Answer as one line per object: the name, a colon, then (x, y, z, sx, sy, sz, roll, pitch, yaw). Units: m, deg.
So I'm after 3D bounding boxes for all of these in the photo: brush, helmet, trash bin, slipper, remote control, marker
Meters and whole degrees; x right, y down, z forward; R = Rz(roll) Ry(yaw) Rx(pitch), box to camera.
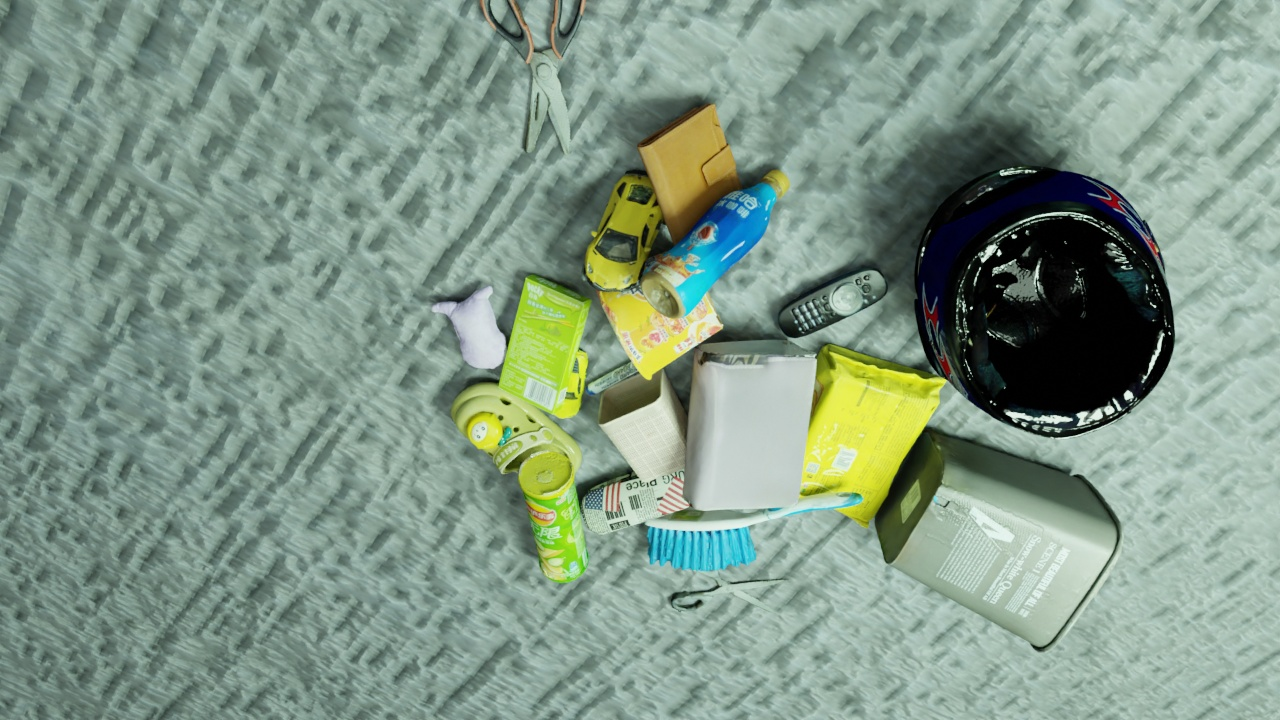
brush: (0.142, 0.222, 1.215, 0.315, 0.060, 0.109, -2, 110, 26)
helmet: (0.402, -0.084, 0.959, 0.248, 0.239, 0.315, -26, 124, 18)
trash bin: (0.433, 0.211, 1.149, 0.220, 0.198, 0.199, 23, 109, -2)
slipper: (-0.161, 0.105, 1.199, 0.190, 0.081, 0.092, 35, 112, -16)
remote control: (0.230, -0.071, 1.107, 0.137, 0.024, 0.053, -26, 112, 15)
marker: (-0.007, 0.007, 1.170, 0.146, 0.016, 0.017, -28, 112, 18)

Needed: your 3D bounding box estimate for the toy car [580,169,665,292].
toy car: (-0.014, -0.144, 1.026, 0.071, 0.155, 0.041, 18, 155, 8)

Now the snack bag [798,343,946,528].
snack bag: (0.269, 0.101, 1.172, 0.158, 0.068, 0.247, 16, 119, -4)

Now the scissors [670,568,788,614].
scissors: (0.123, 0.333, 1.336, 0.160, 0.014, 0.181, -38, 110, 21)

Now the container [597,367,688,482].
container: (0.013, 0.085, 1.171, 0.090, 0.089, 0.111, -24, 116, 16)

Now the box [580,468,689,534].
box: (-0.004, 0.185, 1.229, 0.164, 0.080, 0.075, -18, 110, 16)

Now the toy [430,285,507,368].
toy: (-0.207, -0.035, 1.150, 0.084, 0.038, 0.108, -14, 119, 11)

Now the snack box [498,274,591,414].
snack box: (-0.120, -0.019, 1.137, 0.086, 0.026, 0.157, 24, 114, 16)

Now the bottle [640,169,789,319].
bottle: (0.090, -0.134, 0.999, 0.065, 0.218, 0.065, 35, 153, 20)

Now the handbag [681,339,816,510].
handbag: (0.126, 0.078, 1.120, 0.144, 0.098, 0.197, -2, 105, -24)

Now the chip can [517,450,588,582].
chip can: (-0.113, 0.214, 1.224, 0.072, 0.072, 0.222, 0, 136, 4)

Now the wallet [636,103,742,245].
wallet: (0.060, -0.203, 1.018, 0.107, 0.031, 0.132, -36, 123, -20)

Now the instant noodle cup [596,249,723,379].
instant noodle cup: (0.025, -0.062, 1.071, 0.110, 0.138, 0.138, -27, 113, 9)

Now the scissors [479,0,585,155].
scissors: (-0.110, -0.338, 0.997, 0.190, 0.015, 0.221, -39, 110, 21)

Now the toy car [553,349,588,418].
toy car: (-0.096, 0.031, 1.182, 0.048, 0.032, 0.105, 10, 120, -2)
